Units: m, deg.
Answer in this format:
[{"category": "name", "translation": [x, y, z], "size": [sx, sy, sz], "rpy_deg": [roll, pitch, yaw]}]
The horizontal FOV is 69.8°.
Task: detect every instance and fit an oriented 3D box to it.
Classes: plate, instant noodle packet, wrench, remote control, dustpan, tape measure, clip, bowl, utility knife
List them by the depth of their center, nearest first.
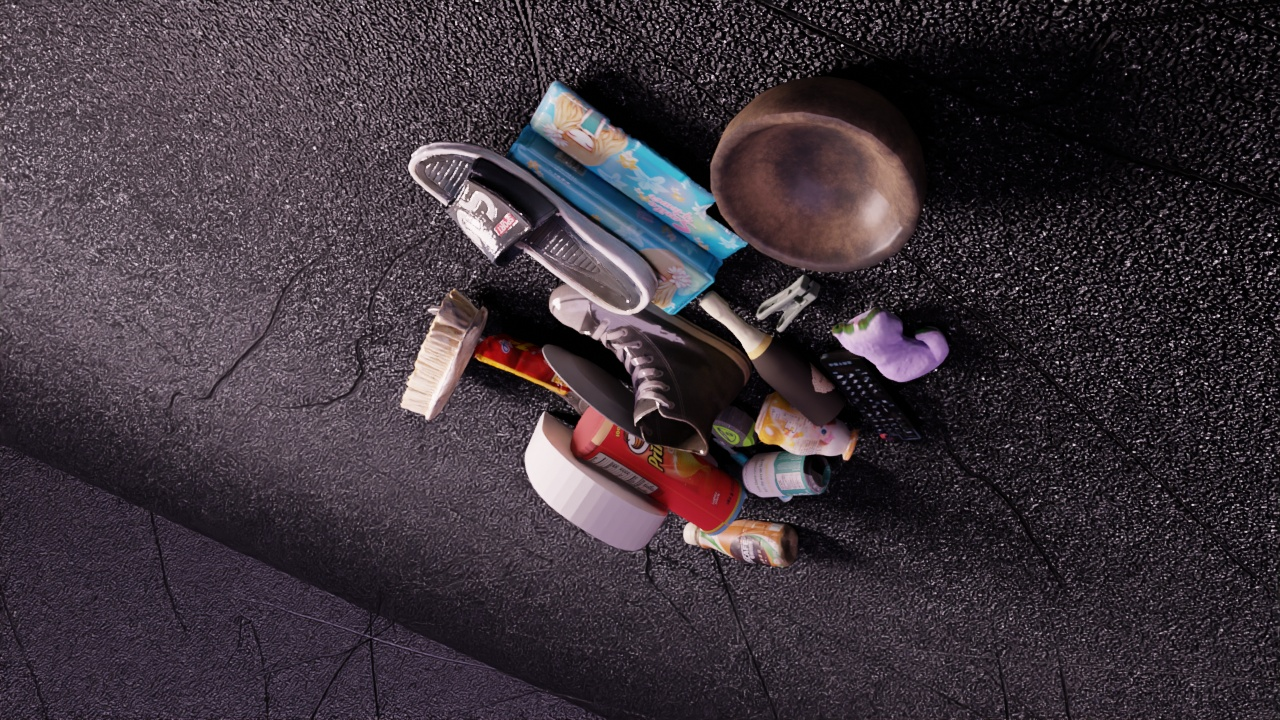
[{"category": "bowl", "translation": [0.140, -0.148, 0.707], "size": [0.162, 0.070, 0.162], "rpy_deg": [18, 148, 11]}, {"category": "clip", "translation": [0.144, -0.055, 0.889], "size": [0.037, 0.023, 0.075], "rpy_deg": [33, 146, -10]}, {"category": "remote control", "translation": [0.243, 0.035, 0.956], "size": [0.047, 0.022, 0.150], "rpy_deg": [-8, 137, 41]}, {"category": "plate", "translation": [-0.038, 0.035, 1.056], "size": [0.178, 0.012, 0.178], "rpy_deg": [37, -171, -8]}, {"category": "tape measure", "translation": [0.110, 0.075, 1.094], "size": [0.059, 0.035, 0.065], "rpy_deg": [6, 148, 44]}, {"category": "instant noodle packet", "translation": [-0.129, 0.005, 1.113], "size": [0.135, 0.040, 0.098], "rpy_deg": [23, -172, 3]}, {"category": "dustpan", "translation": [-0.060, 0.158, 1.171], "size": [0.191, 0.053, 0.257], "rpy_deg": [34, -178, -7]}, {"category": "utility knife", "translation": [0.144, 0.139, 1.185], "size": [0.141, 0.015, 0.022], "rpy_deg": [38, 147, -16]}, {"category": "wrench", "translation": [-0.156, 0.006, 1.196], "size": [0.273, 0.010, 0.070], "rpy_deg": [31, 148, -9]}]

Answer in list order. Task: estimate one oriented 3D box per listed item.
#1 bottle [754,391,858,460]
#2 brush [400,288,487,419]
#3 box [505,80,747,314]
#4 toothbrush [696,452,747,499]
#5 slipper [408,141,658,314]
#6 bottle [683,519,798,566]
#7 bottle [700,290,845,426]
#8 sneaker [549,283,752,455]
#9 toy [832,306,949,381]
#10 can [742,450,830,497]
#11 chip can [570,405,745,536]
[{"category": "bottle", "translation": [0.184, 0.076, 1.014], "size": [0.109, 0.063, 0.063], "rpy_deg": [21, 148, 10]}, {"category": "brush", "translation": [-0.251, 0.001, 1.163], "size": [0.056, 0.083, 0.272], "rpy_deg": [29, 149, -7]}, {"category": "box", "translation": [-0.016, -0.147, 0.854], "size": [0.226, 0.039, 0.182], "rpy_deg": [33, 149, -12]}, {"category": "toothbrush", "translation": [0.076, 0.123, 1.197], "size": [0.222, 0.026, 0.027], "rpy_deg": [46, 177, -32]}, {"category": "slipper", "translation": [-0.106, -0.115, 0.872], "size": [0.263, 0.063, 0.111], "rpy_deg": [32, 150, -14]}, {"category": "bottle", "translation": [0.140, 0.257, 1.318], "size": [0.167, 0.059, 0.059], "rpy_deg": [1, 141, 34]}, {"category": "bottle", "translation": [0.133, -0.006, 0.949], "size": [0.184, 0.045, 0.046], "rpy_deg": [41, 146, -13]}, {"category": "sneaker", "translation": [-0.006, 0.005, 0.990], "size": [0.235, 0.119, 0.095], "rpy_deg": [31, 148, -4]}, {"category": "toy", "translation": [0.239, -0.018, 0.867], "size": [0.099, 0.036, 0.080], "rpy_deg": [35, 138, -25]}, {"category": "can", "translation": [0.178, 0.138, 1.120], "size": [0.102, 0.054, 0.055], "rpy_deg": [-12, 133, 44]}, {"category": "chip can", "translation": [0.023, 0.131, 1.135], "size": [0.213, 0.086, 0.087], "rpy_deg": [34, 147, -18]}]
